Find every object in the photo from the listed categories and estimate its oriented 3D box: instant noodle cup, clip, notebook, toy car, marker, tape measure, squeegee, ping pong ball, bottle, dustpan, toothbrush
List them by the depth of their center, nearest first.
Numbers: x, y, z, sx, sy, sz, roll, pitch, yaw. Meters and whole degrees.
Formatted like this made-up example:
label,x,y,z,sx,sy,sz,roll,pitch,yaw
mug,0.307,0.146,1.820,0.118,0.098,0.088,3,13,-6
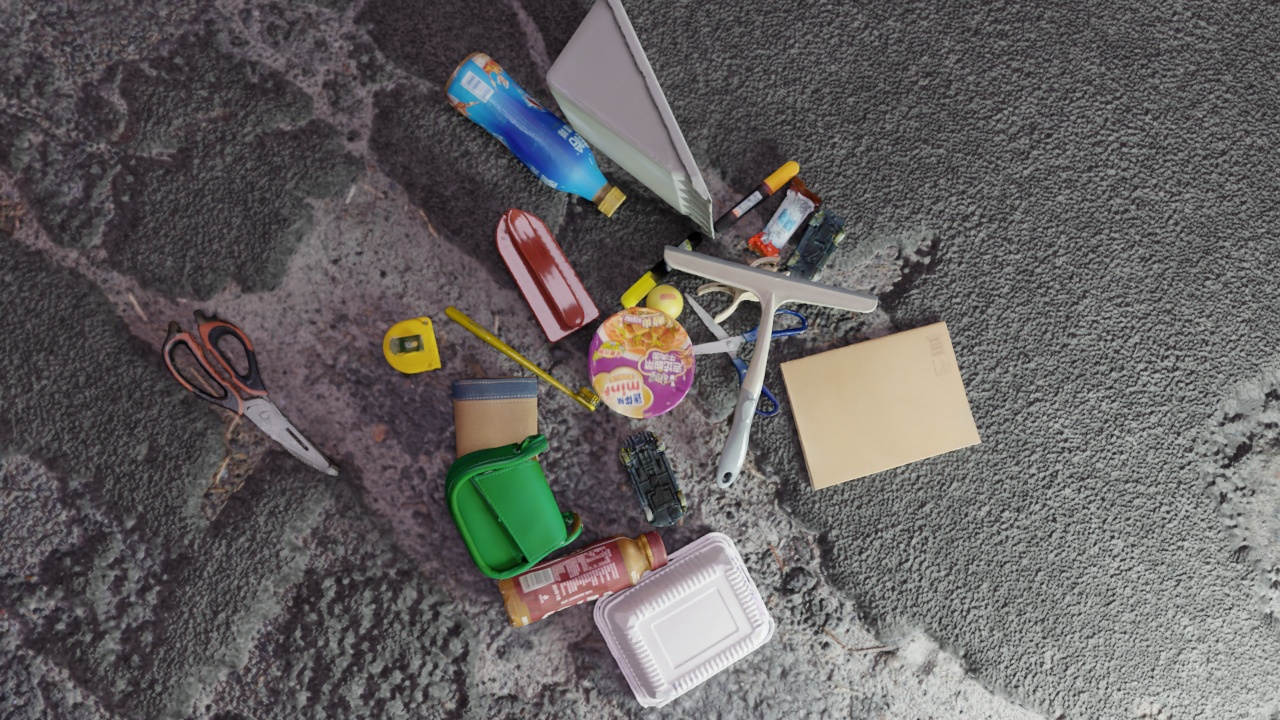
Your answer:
label,x,y,z,sx,sy,sz,roll,pitch,yaw
dustpan,0.012,-0.271,0.932,0.258,0.222,0.142,37,92,5
tape measure,-0.240,-0.014,0.961,0.057,0.029,0.060,-13,88,-10
bottle,-0.059,0.224,0.961,0.174,0.057,0.057,-17,89,-10
instant noodle cup,-0.006,0.006,0.965,0.111,0.099,0.111,1,85,-9
toothbrush,-0.125,-0.004,0.972,0.190,0.016,0.016,33,75,4
instant noodle cup,0.052,0.279,0.977,0.173,0.060,0.138,-28,91,-12
bottle,-0.107,-0.236,0.982,0.218,0.065,0.065,39,80,-6
squeegee,0.119,0.023,0.990,0.246,0.039,0.246,13,95,-9
toy car,0.013,0.128,0.993,0.049,0.031,0.105,-22,88,-10
ping pong ball,0.026,-0.063,1.005,0.040,0.040,0.040,1,86,-10
clip,0.115,-0.081,1.022,0.100,0.035,0.076,-27,71,-8
marker,0.024,-0.101,1.022,0.124,0.015,0.018,-44,90,-13
toy car,0.197,-0.128,1.044,0.043,0.034,0.090,30,84,-9
marker,0.131,-0.186,1.047,0.123,0.015,0.018,-40,96,-8
notebook,0.277,0.050,1.057,0.211,0.012,0.149,-14,87,-11

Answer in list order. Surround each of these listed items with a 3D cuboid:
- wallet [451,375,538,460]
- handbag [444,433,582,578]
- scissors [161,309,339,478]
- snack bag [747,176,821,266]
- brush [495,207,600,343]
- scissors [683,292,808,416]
label,x,y,z,sx,sy,sz,roll,pitch,yaw
wallet,-0.152,0.074,0.969,0.090,0.033,0.115,-3,87,-8
handbag,-0.131,0.147,0.933,0.120,0.068,0.131,-23,107,-9
scissors,-0.383,0.034,0.939,0.210,0.015,0.176,9,84,-10
snack bag,0.164,-0.158,1.043,0.045,0.026,0.105,39,81,-10
brush,-0.104,-0.095,0.970,0.063,0.069,0.146,-31,92,-12
scissors,0.112,-0.012,1.028,0.175,0.012,0.162,-19,86,-7
